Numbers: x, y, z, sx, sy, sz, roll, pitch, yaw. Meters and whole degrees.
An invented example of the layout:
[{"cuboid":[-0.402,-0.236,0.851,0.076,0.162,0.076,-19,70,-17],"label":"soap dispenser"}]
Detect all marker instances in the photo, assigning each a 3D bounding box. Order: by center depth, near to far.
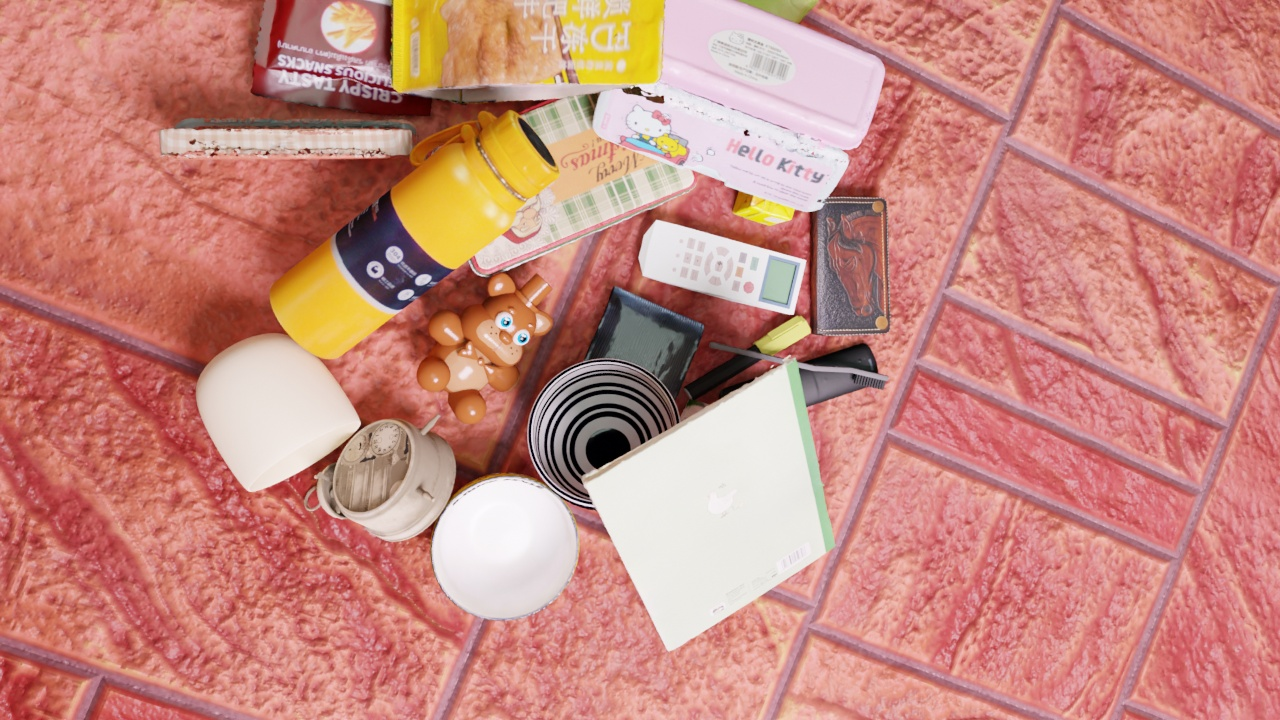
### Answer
[{"cuboid":[0.094,-0.002,0.811,0.123,0.017,0.021,-31,141,-7],"label":"marker"}]

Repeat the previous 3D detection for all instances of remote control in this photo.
[{"cuboid":[0.069,-0.081,0.801,0.143,0.024,0.049,14,89,-9],"label":"remote control"},{"cuboid":[0.144,0.024,0.821,0.151,0.020,0.041,-18,94,-11],"label":"remote control"}]

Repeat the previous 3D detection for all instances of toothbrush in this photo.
[{"cuboid":[0.139,0.003,0.803,0.167,0.013,0.013,12,96,-11],"label":"toothbrush"}]

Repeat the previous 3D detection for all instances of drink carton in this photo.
[{"cuboid":[0.123,-0.186,0.791,0.043,0.058,0.134,17,90,-11],"label":"drink carton"}]

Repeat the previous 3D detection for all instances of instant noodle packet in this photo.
[{"cuboid":[-0.075,-0.278,0.672,0.222,0.084,0.163,7,97,31],"label":"instant noodle packet"}]

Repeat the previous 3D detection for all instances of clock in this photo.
[{"cuboid":[-0.214,0.094,0.725,0.141,0.054,0.092,-17,57,21],"label":"clock"}]

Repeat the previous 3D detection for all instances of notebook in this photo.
[{"cuboid":[0.069,0.127,0.742,0.181,0.010,0.253,-29,133,-8],"label":"notebook"}]

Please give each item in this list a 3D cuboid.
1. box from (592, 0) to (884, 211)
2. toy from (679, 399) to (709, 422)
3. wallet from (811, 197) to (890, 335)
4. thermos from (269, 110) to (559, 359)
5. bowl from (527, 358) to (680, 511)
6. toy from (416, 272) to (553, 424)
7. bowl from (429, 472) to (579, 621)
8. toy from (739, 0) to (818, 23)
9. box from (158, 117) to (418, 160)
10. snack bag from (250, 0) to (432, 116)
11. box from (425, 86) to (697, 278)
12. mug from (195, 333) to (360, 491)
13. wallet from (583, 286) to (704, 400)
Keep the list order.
[{"cuboid":[0.072,-0.196,0.697,0.201,0.077,0.146,19,114,-5],"label":"box"},{"cuboid":[0.058,0.083,0.781,0.074,0.085,0.106,-35,76,32],"label":"toy"},{"cuboid":[0.188,-0.084,0.826,0.072,0.019,0.123,-2,92,-15],"label":"wallet"},{"cuboid":[-0.173,-0.101,0.691,0.233,0.076,0.091,-34,101,14],"label":"thermos"},{"cuboid":[-0.028,0.065,0.741,0.120,0.066,0.120,-1,70,1],"label":"bowl"},{"cuboid":[-0.119,-0.016,0.744,0.127,0.065,0.095,-45,122,1],"label":"toy"},{"cuboid":[-0.112,0.147,0.754,0.117,0.068,0.117,0,92,-11],"label":"bowl"},{"cuboid":[0.040,-0.302,0.753,0.197,0.107,0.150,26,87,-2],"label":"toy"},{"cuboid":[-0.268,-0.171,0.713,0.186,0.082,0.042,-2,103,-12],"label":"box"},{"cuboid":[-0.224,-0.302,0.720,0.138,0.067,0.208,5,94,-21],"label":"snack bag"},{"cuboid":[-0.065,-0.157,0.762,0.205,0.051,0.117,-23,97,-10],"label":"box"},{"cuboid":[-0.291,0.038,0.709,0.120,0.096,0.099,-37,86,34],"label":"mug"},{"cuboid":[-0.005,0.005,0.790,0.089,0.026,0.115,22,88,-9],"label":"wallet"}]
